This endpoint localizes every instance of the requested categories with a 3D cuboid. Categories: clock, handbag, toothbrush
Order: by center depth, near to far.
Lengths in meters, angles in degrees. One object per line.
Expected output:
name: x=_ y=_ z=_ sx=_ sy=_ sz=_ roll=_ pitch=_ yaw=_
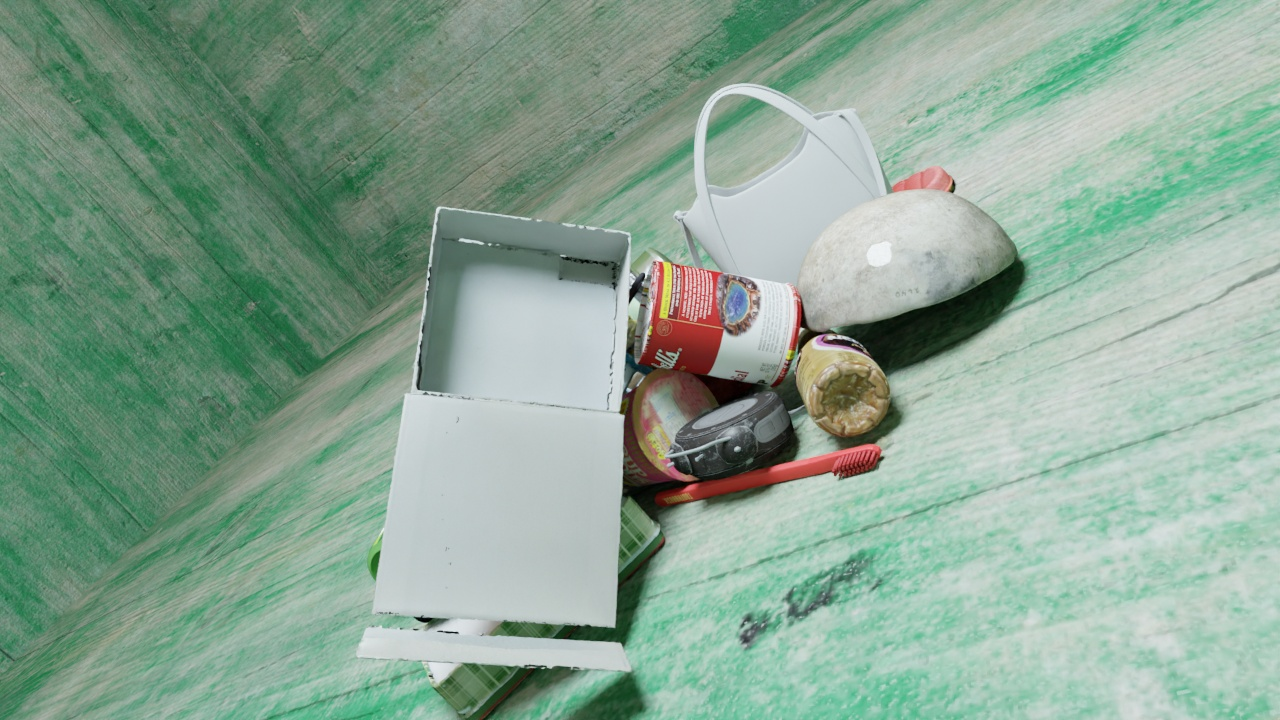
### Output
toothbrush: x=0.086 y=0.092 z=0.689 sx=0.213 sy=0.012 sz=0.017 roll=-20 pitch=25 yaw=42
clock: x=0.071 y=0.063 z=0.710 sx=0.091 sy=0.044 sz=0.122 roll=-19 pitch=8 yaw=40
handbag: x=0.123 y=-0.153 z=0.873 sx=0.216 sy=0.222 sz=0.095 roll=-31 pitch=18 yaw=19

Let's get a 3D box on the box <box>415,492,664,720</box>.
box: x=-0.083 y=0.182 z=0.732 sx=0.205 sy=0.051 sz=0.118 roll=-42 pitch=16 yaw=-15

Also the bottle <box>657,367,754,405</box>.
bottle: x=0.067 y=-0.013 z=0.836 sx=0.111 sy=0.099 sz=0.099 roll=-34 pitch=18 yaw=-5

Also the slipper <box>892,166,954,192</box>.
slipper: x=0.205 y=-0.150 z=0.977 sx=0.249 sy=0.059 sz=0.103 roll=-25 pitch=22 yaw=31

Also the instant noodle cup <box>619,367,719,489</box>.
instant noodle cup: x=0.001 y=0.067 z=0.790 sx=0.109 sy=0.097 sz=0.097 roll=-27 pitch=20 yaw=48

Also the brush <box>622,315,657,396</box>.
brush: x=-0.005 y=0.005 z=0.898 sx=0.075 sy=0.055 sz=0.135 roll=-55 pitch=-22 yaw=2

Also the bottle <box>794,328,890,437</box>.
bottle: x=0.148 y=0.006 z=0.712 sx=0.060 sy=0.059 sz=0.166 roll=-34 pitch=11 yaw=11

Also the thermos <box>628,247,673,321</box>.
thermos: x=-0.045 y=-0.019 z=0.972 sx=0.231 sy=0.082 sz=0.082 roll=-46 pitch=18 yaw=5

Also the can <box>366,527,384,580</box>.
can: x=-0.212 y=0.170 z=0.942 sx=0.083 sy=0.083 sz=0.143 roll=-28 pitch=20 yaw=26

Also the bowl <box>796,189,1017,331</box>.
bowl: x=0.199 y=-0.090 z=0.734 sx=0.178 sy=0.081 sz=0.178 roll=-22 pitch=8 yaw=3

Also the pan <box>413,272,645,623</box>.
pan: x=-0.088 y=0.077 z=0.802 sx=0.356 sy=0.021 sz=0.198 roll=-58 pitch=-10 yaw=-1

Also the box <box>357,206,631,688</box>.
box: x=-0.095 y=0.053 z=0.679 sx=0.099 sy=0.166 sz=0.367 roll=113 pitch=161 yaw=-62

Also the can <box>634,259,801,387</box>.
can: x=0.061 y=-0.029 z=0.744 sx=0.087 sy=0.116 sz=0.086 roll=-172 pitch=91 yaw=-82
